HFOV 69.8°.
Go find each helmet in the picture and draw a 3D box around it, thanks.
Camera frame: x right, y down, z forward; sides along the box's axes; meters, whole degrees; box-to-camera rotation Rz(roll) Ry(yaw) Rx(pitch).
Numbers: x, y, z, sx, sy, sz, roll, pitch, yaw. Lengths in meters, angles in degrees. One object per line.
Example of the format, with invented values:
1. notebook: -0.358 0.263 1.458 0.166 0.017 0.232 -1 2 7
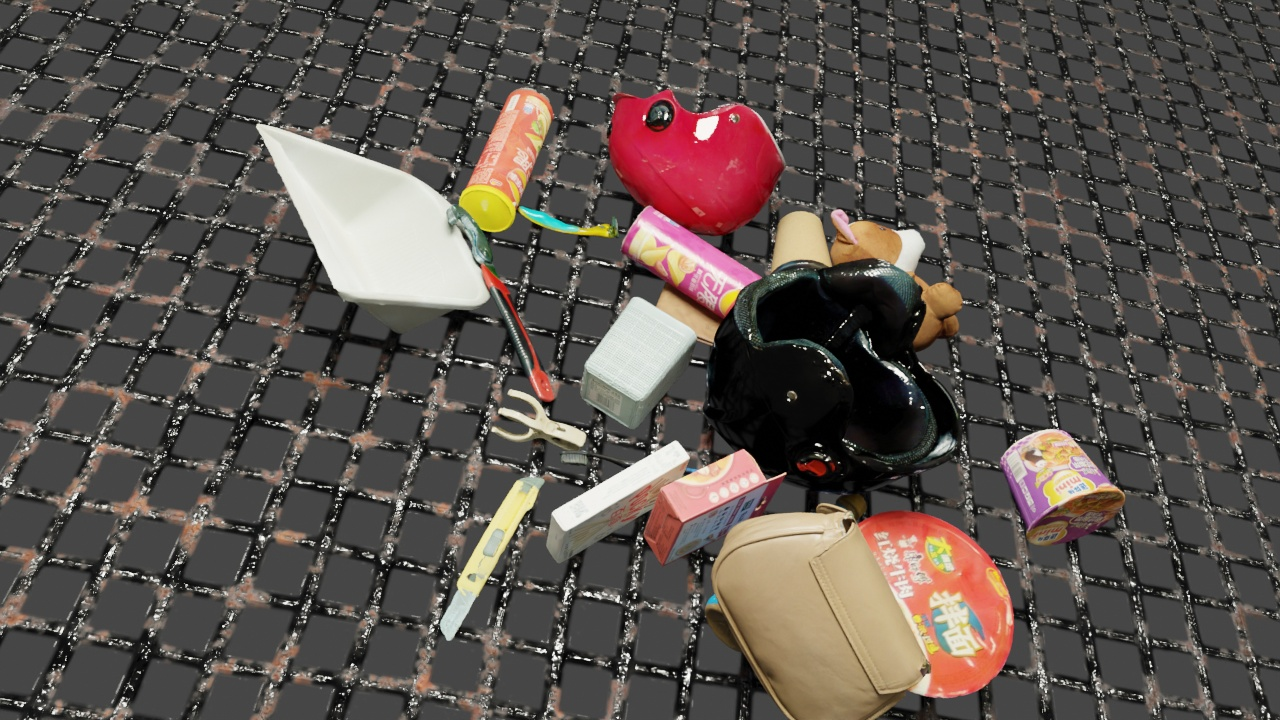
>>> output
1. helmet: 0.055 -0.241 1.173 0.240 0.207 0.144 18 85 18
2. helmet: 0.198 0.031 0.984 0.274 0.231 0.232 43 47 6

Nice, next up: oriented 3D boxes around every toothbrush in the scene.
1. toothbrush: 0.004 0.119 1.015 0.189 0.014 0.016 9 56 -6

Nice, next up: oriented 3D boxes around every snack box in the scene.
1. snack box: 0.074 0.149 0.947 0.127 0.113 0.044 -21 61 -24
2. snack box: -0.024 0.146 0.947 0.156 0.085 0.027 -26 64 -25

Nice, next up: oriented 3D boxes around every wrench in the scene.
1. wrench: -0.163 -0.070 1.081 0.016 0.056 0.273 -33 73 19

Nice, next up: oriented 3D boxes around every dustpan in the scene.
1. dustpan: -0.269 -0.147 1.028 0.142 0.258 0.222 -29 72 -5

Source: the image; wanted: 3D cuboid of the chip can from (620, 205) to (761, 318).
1. chip can: 0.080 -0.105 1.123 0.210 0.072 0.071 34 56 7

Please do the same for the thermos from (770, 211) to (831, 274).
1. thermos: 0.206 -0.124 1.180 0.093 0.093 0.143 11 46 -4

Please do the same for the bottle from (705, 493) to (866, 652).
1. bottle: 0.159 0.208 0.952 0.218 0.065 0.065 -37 70 -29

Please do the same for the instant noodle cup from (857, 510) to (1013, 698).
1. instant noodle cup: 0.277 0.254 0.944 0.193 0.066 0.193 6 57 -9

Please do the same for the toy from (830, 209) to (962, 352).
1. toy: 0.321 -0.109 1.169 0.130 0.140 0.199 -42 66 -2

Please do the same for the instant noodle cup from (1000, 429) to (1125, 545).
1. instant noodle cup: 0.470 0.140 1.041 0.111 0.112 0.099 -3 48 -13

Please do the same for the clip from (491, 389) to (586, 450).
1. clip: -0.120 0.076 1.016 0.103 0.092 0.034 37 47 -29

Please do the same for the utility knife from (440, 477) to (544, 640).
1. utility knife: -0.152 0.195 0.935 0.031 0.020 0.195 21 59 10

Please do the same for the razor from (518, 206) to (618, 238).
1. razor: -0.093 -0.179 1.189 0.132 0.028 0.043 9 31 -9

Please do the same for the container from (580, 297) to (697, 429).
1. container: -0.006 0.006 1.045 0.090 0.090 0.111 31 58 11

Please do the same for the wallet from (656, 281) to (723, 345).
1. wallet: 0.080 -0.067 1.154 0.115 0.020 0.101 20 56 -1

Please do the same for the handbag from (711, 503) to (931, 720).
1. handbag: 0.161 0.229 0.833 0.204 0.148 0.099 62 22 -7

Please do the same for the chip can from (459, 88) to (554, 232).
1. chip can: -0.173 -0.266 1.202 0.073 0.073 0.216 14 53 -2
